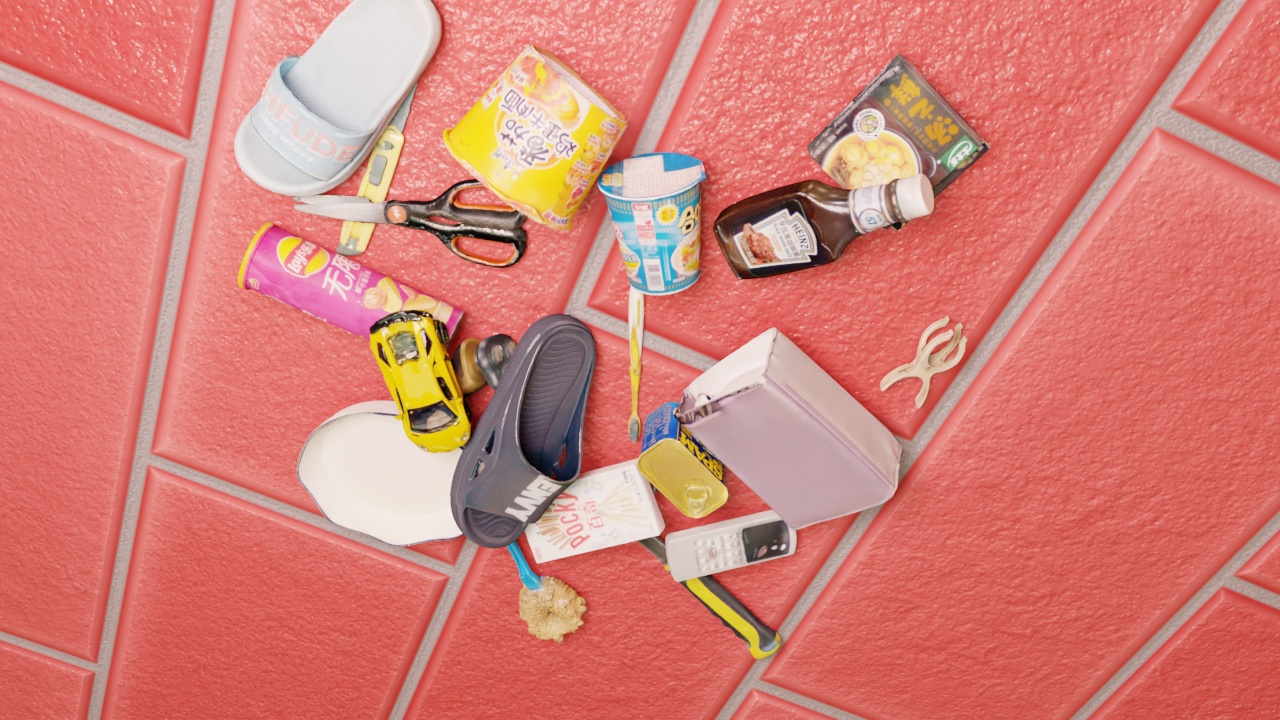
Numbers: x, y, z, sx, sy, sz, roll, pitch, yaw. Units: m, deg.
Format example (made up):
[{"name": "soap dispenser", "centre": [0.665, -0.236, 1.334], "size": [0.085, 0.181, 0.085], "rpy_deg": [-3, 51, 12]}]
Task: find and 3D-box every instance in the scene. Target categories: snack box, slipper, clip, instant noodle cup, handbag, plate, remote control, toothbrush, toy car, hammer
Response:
[{"name": "snack box", "centre": [0.234, -0.189, 0.825], "size": [0.125, 0.053, 0.113], "rpy_deg": [41, 115, -11]}, {"name": "slipper", "centre": [-0.111, 0.085, 0.939], "size": [0.110, 0.083, 0.268], "rpy_deg": [13, 105, -39]}, {"name": "snack box", "centre": [-0.059, 0.168, 1.020], "size": [0.157, 0.026, 0.085], "rpy_deg": [-17, 98, 19]}, {"name": "slipper", "centre": [-0.274, -0.237, 0.821], "size": [0.246, 0.074, 0.104], "rpy_deg": [-39, 101, 22]}, {"name": "clip", "centre": [0.290, 0.002, 0.932], "size": [0.071, 0.034, 0.100], "rpy_deg": [24, 126, -8]}, {"name": "instant noodle cup", "centre": [-0.084, -0.198, 0.803], "size": [0.138, 0.138, 0.110], "rpy_deg": [37, 107, -14]}, {"name": "handbag", "centre": [0.151, 0.075, 0.946], "size": [0.197, 0.098, 0.145], "rpy_deg": [41, 130, -18]}, {"name": "plate", "centre": [-0.266, 0.122, 1.005], "size": [0.205, 0.045, 0.205], "rpy_deg": [2, 129, 2]}, {"name": "remote control", "centre": [0.104, 0.210, 1.043], "size": [0.150, 0.021, 0.058], "rpy_deg": [-12, 112, -6]}, {"name": "toothbrush", "centre": [-0.006, 0.006, 0.966], "size": [0.016, 0.018, 0.192], "rpy_deg": [2, 119, 2]}, {"name": "toy car", "centre": [-0.211, 0.023, 0.895], "size": [0.071, 0.041, 0.156], "rpy_deg": [-14, 109, 3]}, {"name": "instant noodle cup", "centre": [0.017, -0.123, 0.856], "size": [0.099, 0.099, 0.110], "rpy_deg": [-4, 125, 7]}, {"name": "hammer", "centre": [0.052, 0.248, 1.087], "size": [0.126, 0.031, 0.323], "rpy_deg": [-39, 109, 23]}]

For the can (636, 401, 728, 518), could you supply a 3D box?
[{"name": "can", "centre": [0.046, 0.103, 0.978], "size": [0.057, 0.083, 0.102], "rpy_deg": [-37, 110, 22]}]

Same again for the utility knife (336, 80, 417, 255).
[{"name": "utility knife", "centre": [-0.253, -0.187, 0.889], "size": [0.031, 0.022, 0.211], "rpy_deg": [22, 114, -12]}]

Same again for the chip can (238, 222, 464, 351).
[{"name": "chip can", "centre": [-0.287, -0.063, 0.924], "size": [0.210, 0.071, 0.072], "rpy_deg": [24, 118, -8]}]

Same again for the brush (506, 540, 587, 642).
[{"name": "brush", "centre": [-0.145, 0.238, 1.099], "size": [0.083, 0.045, 0.255], "rpy_deg": [-21, 111, 20]}]

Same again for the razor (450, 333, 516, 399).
[{"name": "razor", "centre": [-0.199, 0.031, 0.979], "size": [0.168, 0.062, 0.067], "rpy_deg": [-35, 87, 27]}]

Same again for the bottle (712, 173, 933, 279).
[{"name": "bottle", "centre": [0.163, -0.126, 0.827], "size": [0.195, 0.043, 0.080], "rpy_deg": [-11, 121, 35]}]

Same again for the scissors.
[{"name": "scissors", "centre": [-0.224, -0.128, 0.902], "size": [0.235, 0.021, 0.142], "rpy_deg": [-13, 119, 7]}]
